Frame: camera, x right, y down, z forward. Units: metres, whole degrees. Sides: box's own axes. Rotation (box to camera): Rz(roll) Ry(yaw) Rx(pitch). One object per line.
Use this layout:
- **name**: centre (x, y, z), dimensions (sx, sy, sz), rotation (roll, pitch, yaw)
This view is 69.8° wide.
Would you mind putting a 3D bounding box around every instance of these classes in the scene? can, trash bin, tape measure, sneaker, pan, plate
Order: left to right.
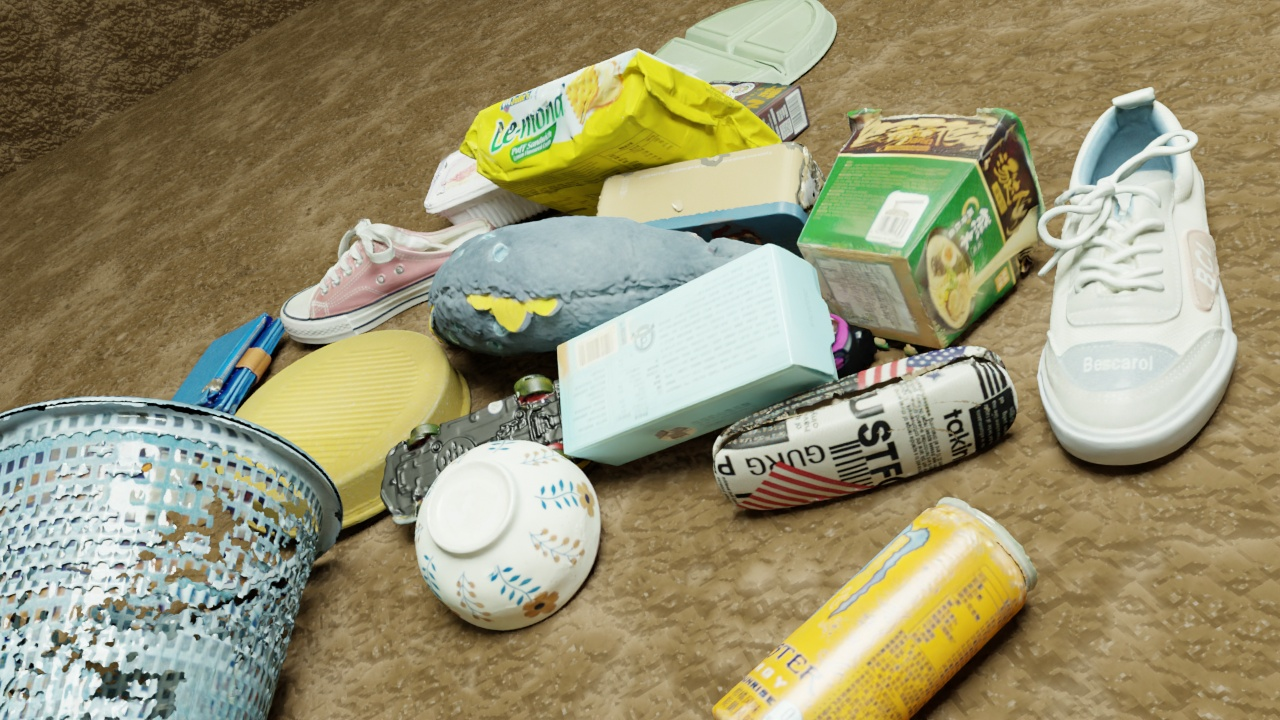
- **trash bin**: centre (-0.293, 0.164, 0.516), dimensions (0.227, 0.226, 0.194), rotation (-20, 49, 13)
- **pan**: centre (-0.301, 0.068, 0.756), dimensions (0.358, 0.078, 0.197), rotation (-4, 39, 21)
- **sneaker**: centre (-0.248, -0.092, 0.876), dimensions (0.241, 0.088, 0.118), rotation (-18, 37, 13)
- **plate**: centre (0.095, -0.328, 0.983), dimensions (0.230, 0.027, 0.229), rotation (-19, 36, 14)
- **tape measure**: centre (0.109, -0.003, 0.568), dimensions (0.057, 0.039, 0.057), rotation (-44, 39, -20)
- **can**: centre (0.102, 0.127, 0.400), dimensions (0.146, 0.058, 0.058), rotation (-39, 37, -13)
- **sneaker**: centre (0.263, -0.057, 0.488), dimensions (0.090, 0.091, 0.241), rotation (-2, 44, 34)

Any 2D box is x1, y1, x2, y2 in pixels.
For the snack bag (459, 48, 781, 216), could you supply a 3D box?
- **snack bag**: centre (-0.018, -0.167, 0.741), dimensions (0.247, 0.157, 0.068), rotation (0, 79, 50)

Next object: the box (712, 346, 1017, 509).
- **box**: centre (0.118, 0.043, 0.489), dimensions (0.164, 0.072, 0.060), rotation (-22, 61, 14)

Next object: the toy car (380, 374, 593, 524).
- **toy car**: centre (-0.103, 0.063, 0.621), dimensions (0.156, 0.041, 0.071), rotation (-22, 59, 8)

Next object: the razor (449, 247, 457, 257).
- **razor**: centre (-0.085, -0.076, 0.785), dimensions (0.168, 0.062, 0.067), rotation (-4, 11, 23)

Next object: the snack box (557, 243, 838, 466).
- **snack box**: centre (0.027, 0.003, 0.544), dimensions (0.175, 0.051, 0.074), rotation (-24, 61, 36)

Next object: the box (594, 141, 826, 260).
- **box**: centre (0.048, -0.102, 0.679), dimensions (0.185, 0.089, 0.062), rotation (-7, 64, 32)

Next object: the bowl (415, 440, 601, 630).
- **bowl**: centre (-0.086, 0.094, 0.535), dimensions (0.114, 0.062, 0.113), rotation (-9, 61, 17)

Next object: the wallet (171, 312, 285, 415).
- **wallet**: centre (-0.410, 0.016, 0.898), dimensions (0.107, 0.040, 0.132), rotation (-21, 36, 26)

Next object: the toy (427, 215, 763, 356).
- **toy**: centre (-0.063, -0.048, 0.649), dimensions (0.357, 0.137, 0.091), rotation (-6, 81, 38)

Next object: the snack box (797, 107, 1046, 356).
- **snack box**: centre (0.165, -0.076, 0.559), dimensions (0.118, 0.117, 0.105), rotation (15, 59, 47)

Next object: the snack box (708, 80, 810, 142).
- **snack box**: centre (0.070, -0.202, 0.833), dimensions (0.125, 0.053, 0.113), rotation (-40, 37, -23)

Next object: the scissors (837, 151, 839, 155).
- **scissors**: centre (0.160, -0.127, 0.708), dimensions (0.133, 0.017, 0.133), rotation (-10, 39, 17)

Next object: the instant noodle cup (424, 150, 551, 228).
- **instant noodle cup**: centre (-0.123, -0.188, 0.929), dimensions (0.174, 0.060, 0.137), rotation (-18, 33, 12)
